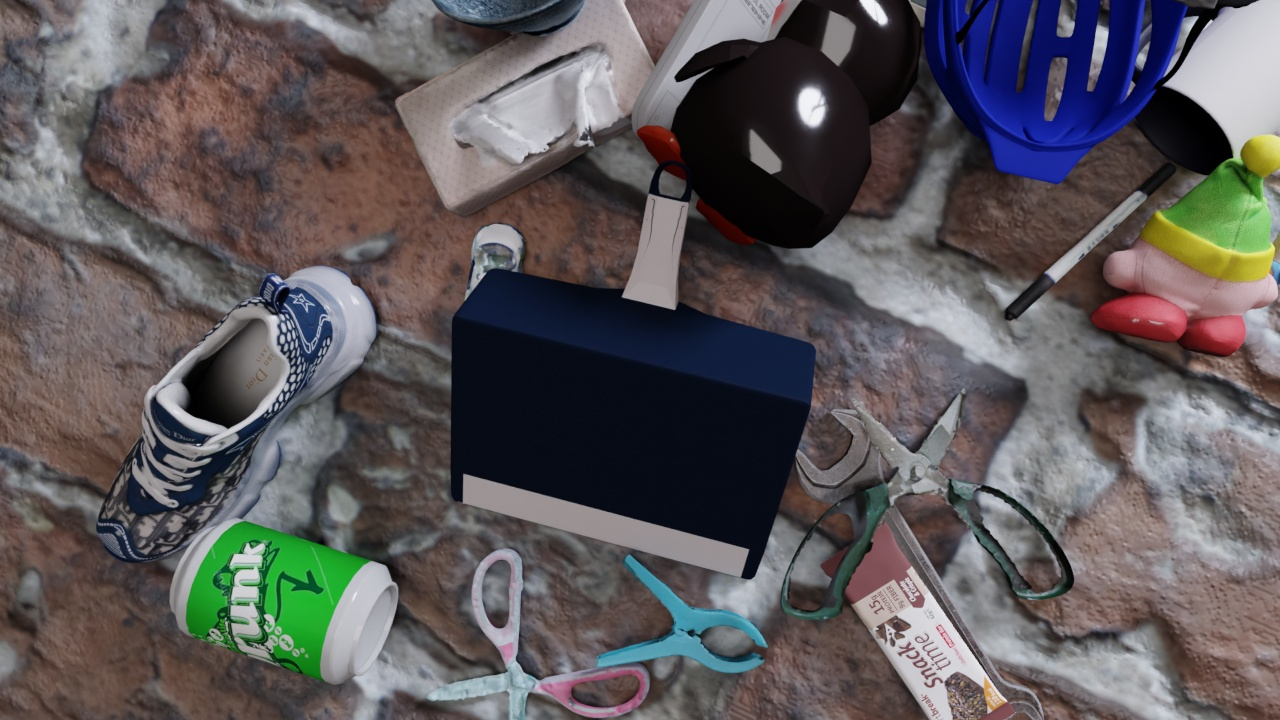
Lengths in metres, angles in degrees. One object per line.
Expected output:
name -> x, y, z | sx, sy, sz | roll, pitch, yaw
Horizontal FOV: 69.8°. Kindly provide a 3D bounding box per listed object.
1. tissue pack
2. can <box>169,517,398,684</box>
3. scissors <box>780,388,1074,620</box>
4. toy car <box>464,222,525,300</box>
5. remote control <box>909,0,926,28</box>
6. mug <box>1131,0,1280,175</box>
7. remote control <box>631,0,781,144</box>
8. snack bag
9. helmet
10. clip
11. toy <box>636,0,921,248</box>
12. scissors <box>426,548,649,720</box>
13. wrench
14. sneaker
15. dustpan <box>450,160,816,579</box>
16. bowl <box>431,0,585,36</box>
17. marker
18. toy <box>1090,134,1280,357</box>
tissue pack -> -0.075, -0.181, 0.654 | 0.181, 0.071, 0.104 | -26, 87, 2
can -> -0.255, 0.173, 0.664 | 0.140, 0.087, 0.088 | 16, 92, 6
scissors -> 0.202, 0.122, 0.633 | 0.205, 0.015, 0.201 | 35, 81, 0
toy car -> -0.109, -0.058, 0.675 | 0.039, 0.027, 0.090 | 9, 91, 8
remote control -> 0.222, -0.291, 0.642 | 0.038, 0.018, 0.125 | 27, 94, 6
mug -> 0.379, -0.192, 0.602 | 0.097, 0.078, 0.112 | -42, 58, 5
remote control -> 0.048, -0.210, 0.636 | 0.019, 0.074, 0.151 | 34, 95, 37
snack bag -> 0.193, 0.194, 0.640 | 0.057, 0.013, 0.158 | -34, 87, 7
helmet -> 0.263, -0.229, 0.533 | 0.148, 0.227, 0.241 | 12, 91, -4
clip -> 0.031, 0.201, 0.657 | 0.116, 0.026, 0.097 | 16, 85, 2
toy -> 0.117, -0.171, 0.595 | 0.184, 0.140, 0.159 | -52, 127, -6
scissors -> -0.082, 0.222, 0.683 | 0.170, 0.013, 0.177 | -11, 91, 9
wrench -> 0.199, 0.158, 0.652 | 0.070, 0.010, 0.273 | -32, 87, 6
sneaker -> -0.308, 0.042, 0.646 | 0.103, 0.132, 0.269 | 42, 96, 2
dustpan -> -0.004, 0.004, 0.630 | 0.236, 0.079, 0.274 | 14, 127, 6
bowl -> -0.071, -0.258, 0.617 | 0.137, 0.057, 0.136 | -8, 62, 15
marker -> 0.311, -0.081, 0.637 | 0.152, 0.011, 0.011 | -43, 86, 5
toy -> 0.372, -0.069, 0.587 | 0.124, 0.096, 0.131 | 15, 94, 3
